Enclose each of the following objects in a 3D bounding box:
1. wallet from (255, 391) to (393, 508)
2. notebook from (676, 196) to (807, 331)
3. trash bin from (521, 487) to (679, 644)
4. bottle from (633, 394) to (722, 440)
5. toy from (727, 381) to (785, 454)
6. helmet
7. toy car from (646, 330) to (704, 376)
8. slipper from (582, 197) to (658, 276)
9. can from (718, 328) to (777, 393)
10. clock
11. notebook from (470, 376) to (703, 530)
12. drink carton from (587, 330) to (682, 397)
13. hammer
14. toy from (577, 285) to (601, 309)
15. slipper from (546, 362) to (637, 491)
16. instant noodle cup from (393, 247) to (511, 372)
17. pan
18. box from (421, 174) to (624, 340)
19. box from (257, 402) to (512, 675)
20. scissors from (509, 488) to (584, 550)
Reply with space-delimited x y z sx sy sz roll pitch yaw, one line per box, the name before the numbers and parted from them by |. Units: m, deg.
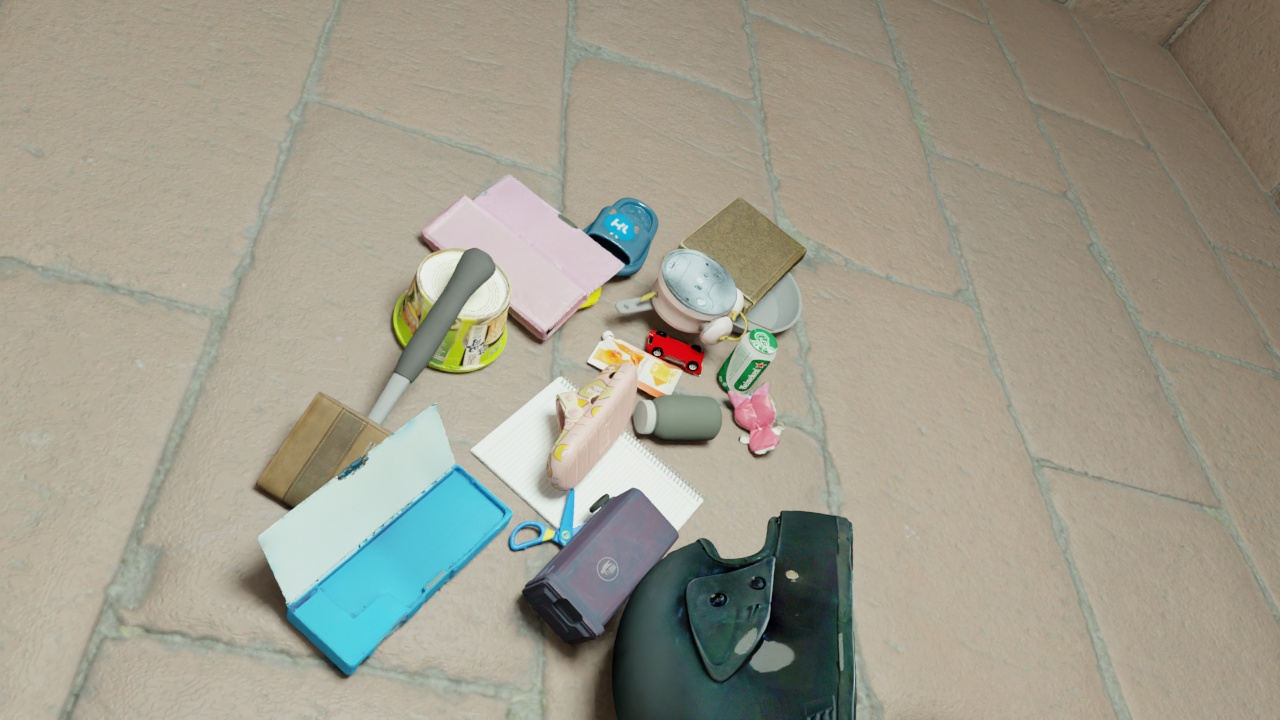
wallet | -0.331 0.106 0.970 0.098 0.027 0.121 32 77 -1
notebook | 0.173 -0.154 1.419 0.190 0.035 0.214 41 43 8
trash bin | -0.044 0.223 0.995 0.094 0.092 0.160 48 56 -2
bottle | 0.049 0.075 1.202 0.108 0.060 0.060 3 52 -25
toy | 0.162 0.083 1.269 0.065 0.050 0.102 -15 66 1
helmet | 0.094 0.290 0.919 0.236 0.249 0.315 2 46 11
toy car | 0.050 -0.011 1.299 0.089 0.025 0.038 21 46 -9
slipper | -0.024 -0.193 1.384 0.104 0.059 0.213 35 39 -1
can | 0.149 0.003 1.284 0.053 0.101 0.053 14 48 -16
clock | 0.087 -0.085 1.291 0.158 0.059 0.116 32 46 -4
notebook | -0.059 0.141 1.125 0.245 0.013 0.177 40 47 9
drink carton | -0.007 0.007 1.253 0.122 0.039 0.069 27 46 4
hammer | -0.261 -0.001 1.041 0.125 0.030 0.310 28 71 1
toy | -0.100 -0.111 1.296 0.095 0.041 0.094 -5 59 -30
slipper | -0.071 0.074 1.115 0.081 0.093 0.196 20 48 18
instant noodle cup | -0.229 -0.067 1.151 0.146 0.098 0.146 14 48 -16
pan | 0.097 -0.098 1.378 0.355 0.051 0.200 -17 62 -36
box | -0.159 -0.155 1.263 0.232 0.039 0.178 38 63 12
box | -0.263 0.178 0.950 0.242 0.071 0.170 -42 105 -43
scissors | -0.085 0.206 1.047 0.125 0.015 0.127 -13 68 -27
